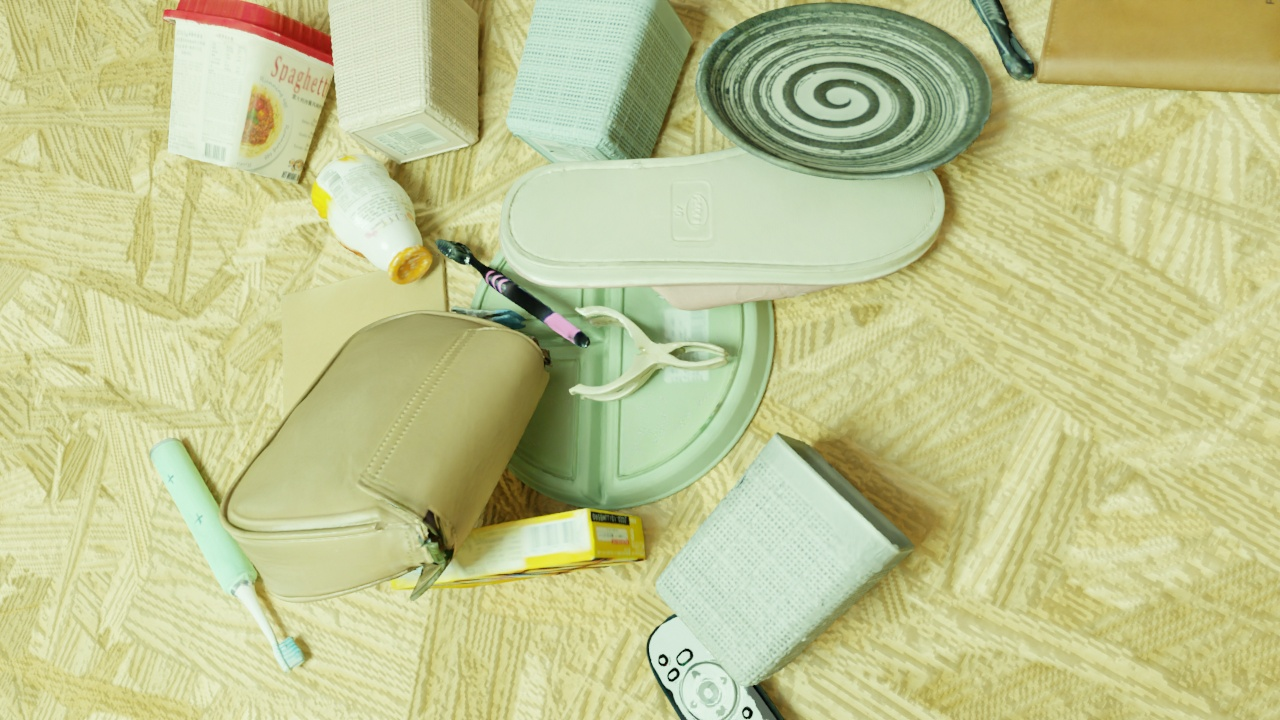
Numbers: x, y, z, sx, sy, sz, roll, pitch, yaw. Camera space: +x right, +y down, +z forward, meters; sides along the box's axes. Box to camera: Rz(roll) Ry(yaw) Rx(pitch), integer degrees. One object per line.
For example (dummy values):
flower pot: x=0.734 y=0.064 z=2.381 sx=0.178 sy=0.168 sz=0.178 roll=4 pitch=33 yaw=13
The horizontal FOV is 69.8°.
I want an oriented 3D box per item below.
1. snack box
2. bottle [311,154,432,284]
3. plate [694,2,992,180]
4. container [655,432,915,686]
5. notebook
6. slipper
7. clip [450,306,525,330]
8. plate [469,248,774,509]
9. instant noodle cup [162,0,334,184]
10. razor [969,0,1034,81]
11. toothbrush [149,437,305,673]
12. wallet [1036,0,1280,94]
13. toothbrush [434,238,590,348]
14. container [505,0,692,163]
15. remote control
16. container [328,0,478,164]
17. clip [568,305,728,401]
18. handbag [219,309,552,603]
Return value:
snack box: x=-0.076 y=0.121 z=0.581 sx=0.141 sy=0.087 sz=0.033 roll=-11 pitch=74 yaw=18
bottle: x=-0.200 y=-0.105 z=0.692 sx=0.063 sy=0.063 sz=0.108 roll=-44 pitch=67 yaw=7
plate: x=0.123 y=-0.165 z=0.570 sx=0.179 sy=0.024 sz=0.179 roll=0 pitch=53 yaw=0
container: x=0.080 y=0.115 z=0.523 sx=0.114 sy=0.090 sz=0.090 roll=-49 pitch=66 yaw=8
notebook: x=-0.208 y=0.035 z=0.693 sx=0.150 sy=0.012 sz=0.211 roll=-12 pitch=74 yaw=17
slipper: x=0.051 y=-0.083 z=0.568 sx=0.274 sy=0.054 sz=0.114 roll=-5 pitch=64 yaw=-4
clip: x=-0.106 y=-0.028 z=0.632 sx=0.057 sy=0.024 sz=0.028 roll=-5 pitch=73 yaw=27
plate: x=-0.024 y=-0.015 z=0.624 sx=0.230 sy=0.027 sz=0.230 roll=-4 pitch=78 yaw=20
instant noodle cup: x=-0.317 y=-0.215 z=0.742 sx=0.117 sy=0.116 sz=0.124 roll=17 pitch=96 yaw=24
razor: x=0.217 y=-0.237 z=0.583 sx=0.042 sy=0.022 sz=0.142 roll=-8 pitch=74 yaw=-26
toothbrush: x=-0.319 y=0.147 z=0.703 sx=0.027 sy=0.026 sz=0.224 roll=-36 pitch=66 yaw=-13
wallet: x=0.311 y=-0.216 z=0.538 sx=0.131 sy=0.035 sz=0.119 roll=9 pitch=88 yaw=22
toothbrush: x=-0.091 y=-0.049 z=0.620 sx=0.189 sy=0.017 sz=0.014 roll=34 pitch=102 yaw=43
container: x=-0.029 y=-0.192 z=0.633 sx=0.090 sy=0.090 sz=0.111 roll=15 pitch=87 yaw=23
remote control: x=0.055 y=0.212 z=0.545 sx=0.053 sy=0.024 sz=0.136 roll=-42 pitch=66 yaw=10
container: x=-0.177 y=-0.219 z=0.696 sx=0.090 sy=0.090 sz=0.111 roll=-9 pitch=78 yaw=19
clip: x=-0.004 y=0.005 z=0.579 sx=0.099 sy=0.035 sz=0.098 roll=31 pitch=86 yaw=16
handbag: x=-0.144 y=0.055 z=0.556 sx=0.148 sy=0.100 sz=0.203 roll=-1 pitch=39 yaw=23
